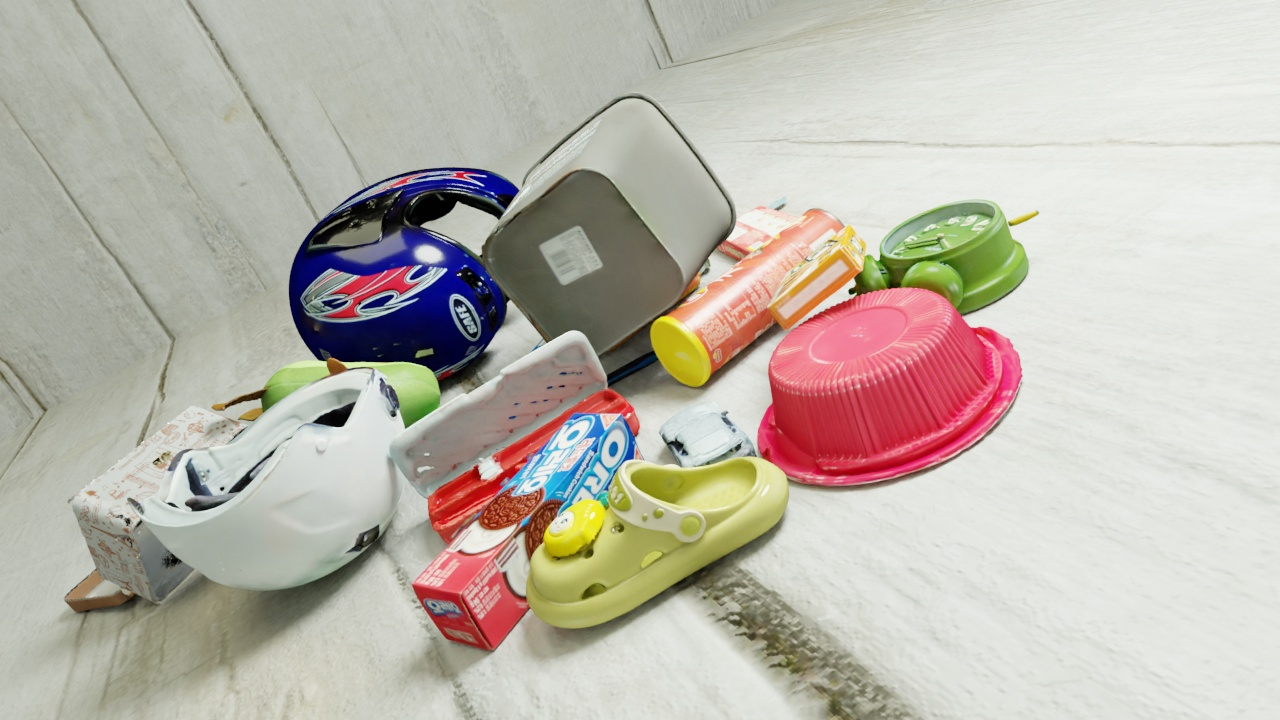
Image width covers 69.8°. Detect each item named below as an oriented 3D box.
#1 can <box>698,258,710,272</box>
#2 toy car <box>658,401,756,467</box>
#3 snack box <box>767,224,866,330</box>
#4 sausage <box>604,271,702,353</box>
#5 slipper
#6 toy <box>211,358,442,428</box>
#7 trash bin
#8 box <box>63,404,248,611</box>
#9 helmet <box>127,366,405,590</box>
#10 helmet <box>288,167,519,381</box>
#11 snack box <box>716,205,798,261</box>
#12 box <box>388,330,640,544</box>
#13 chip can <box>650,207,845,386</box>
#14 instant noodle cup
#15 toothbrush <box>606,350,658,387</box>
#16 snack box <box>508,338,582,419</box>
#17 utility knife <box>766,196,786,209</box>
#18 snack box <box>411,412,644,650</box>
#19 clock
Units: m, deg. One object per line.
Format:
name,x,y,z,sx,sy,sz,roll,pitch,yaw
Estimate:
can,0.007,-0.104,1.091,0.147,0.058,0.058,-26,22,3
toy car,0.049,0.061,0.709,0.054,0.037,0.120,-29,19,-4
snack box,0.148,-0.072,0.757,0.075,0.026,0.153,-40,2,20
sausage,0.011,-0.056,1.027,0.164,0.021,0.021,-37,24,-24
slipper,0.003,0.101,0.611,0.190,0.081,0.091,-25,19,-1
toy,-0.344,0.044,1.047,0.246,0.090,0.227,-2,-15,-13
trash bin,-0.034,-0.129,0.917,0.199,0.198,0.219,-34,14,24
box,-0.526,0.182,1.020,0.273,0.130,0.178,-47,5,41
helmet,-0.308,0.116,0.844,0.229,0.146,0.258,-23,15,6
helmet,-0.280,-0.091,1.154,0.315,0.247,0.240,-19,45,6
snack box,0.141,-0.145,1.073,0.075,0.025,0.153,-28,22,-6
box,-0.113,0.061,0.804,0.201,0.101,0.095,-31,21,-10
chip can,0.109,-0.064,0.866,0.216,0.073,0.073,-38,24,-24
instant noodle cup,0.165,0.006,0.658,0.194,0.066,0.193,-22,21,9
toothbrush,-0.006,0.005,0.922,0.189,0.014,0.016,-28,21,0
snack box,-0.099,0.011,0.998,0.085,0.026,0.156,-12,27,34
utility knife,0.108,-0.159,1.165,0.195,0.020,0.031,-26,27,-10
snack box,-0.077,0.119,0.692,0.058,0.057,0.206,-3,31,40
clock,0.245,-0.078,0.765,0.161,0.056,0.116,-35,22,-17
